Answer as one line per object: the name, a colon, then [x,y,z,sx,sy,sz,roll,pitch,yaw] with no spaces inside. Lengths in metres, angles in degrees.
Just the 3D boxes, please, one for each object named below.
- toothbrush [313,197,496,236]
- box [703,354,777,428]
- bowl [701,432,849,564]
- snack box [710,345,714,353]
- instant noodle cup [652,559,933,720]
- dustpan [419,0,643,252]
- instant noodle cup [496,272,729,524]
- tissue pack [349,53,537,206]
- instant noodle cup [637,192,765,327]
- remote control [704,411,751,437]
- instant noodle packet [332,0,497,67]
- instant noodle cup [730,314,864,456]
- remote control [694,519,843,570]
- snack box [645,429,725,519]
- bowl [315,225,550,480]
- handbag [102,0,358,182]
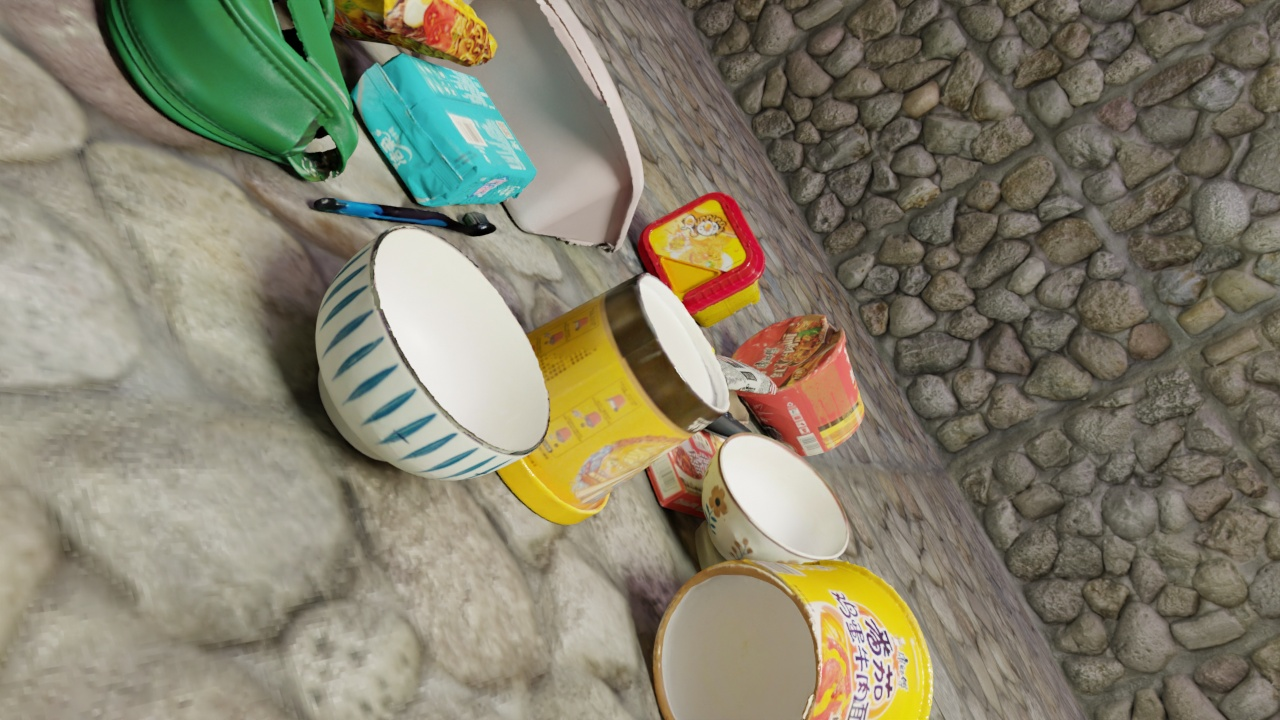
toothbrush: [-0.137,-0.089,0.561,0.016,0.014,0.189,60,19,7]
box: [0.083,0.016,0.860,0.075,0.082,0.163,57,19,18]
bowl: [0.089,0.114,0.666,0.113,0.062,0.113,25,32,-17]
snack box: [-0.004,0.004,0.643,0.080,0.091,0.081,48,20,-10]
instant noodle cup: [0.082,0.178,0.529,0.109,0.138,0.138,25,37,-46]
dustpan: [-0.058,-0.208,0.758,0.222,0.139,0.272,57,19,-3]
instant noodle cup: [-0.021,0.017,0.532,0.118,0.115,0.118,49,20,-25]
tissue pack: [-0.128,-0.152,0.624,0.093,0.050,0.133,56,18,0]
instant noodle cup: [0.074,-0.100,0.992,0.116,0.116,0.123,66,8,22]
remote control: [0.033,0.029,0.760,0.136,0.024,0.053,36,6,1]
instant noodle packet: [-0.168,-0.221,0.562,0.128,0.044,0.110,23,4,21]
instant noodle cup: [0.175,0.033,1.014,0.108,0.138,0.137,59,16,-27]
remote control: [0.108,0.165,0.701,0.150,0.021,0.058,22,32,-26]
snack box: [0.047,0.089,0.737,0.152,0.025,0.075,29,35,-57]
bowl: [-0.102,0.005,0.416,0.116,0.066,0.116,50,21,-27]
handbag: [-0.195,-0.163,0.456,0.120,0.068,0.131,44,20,-58]
